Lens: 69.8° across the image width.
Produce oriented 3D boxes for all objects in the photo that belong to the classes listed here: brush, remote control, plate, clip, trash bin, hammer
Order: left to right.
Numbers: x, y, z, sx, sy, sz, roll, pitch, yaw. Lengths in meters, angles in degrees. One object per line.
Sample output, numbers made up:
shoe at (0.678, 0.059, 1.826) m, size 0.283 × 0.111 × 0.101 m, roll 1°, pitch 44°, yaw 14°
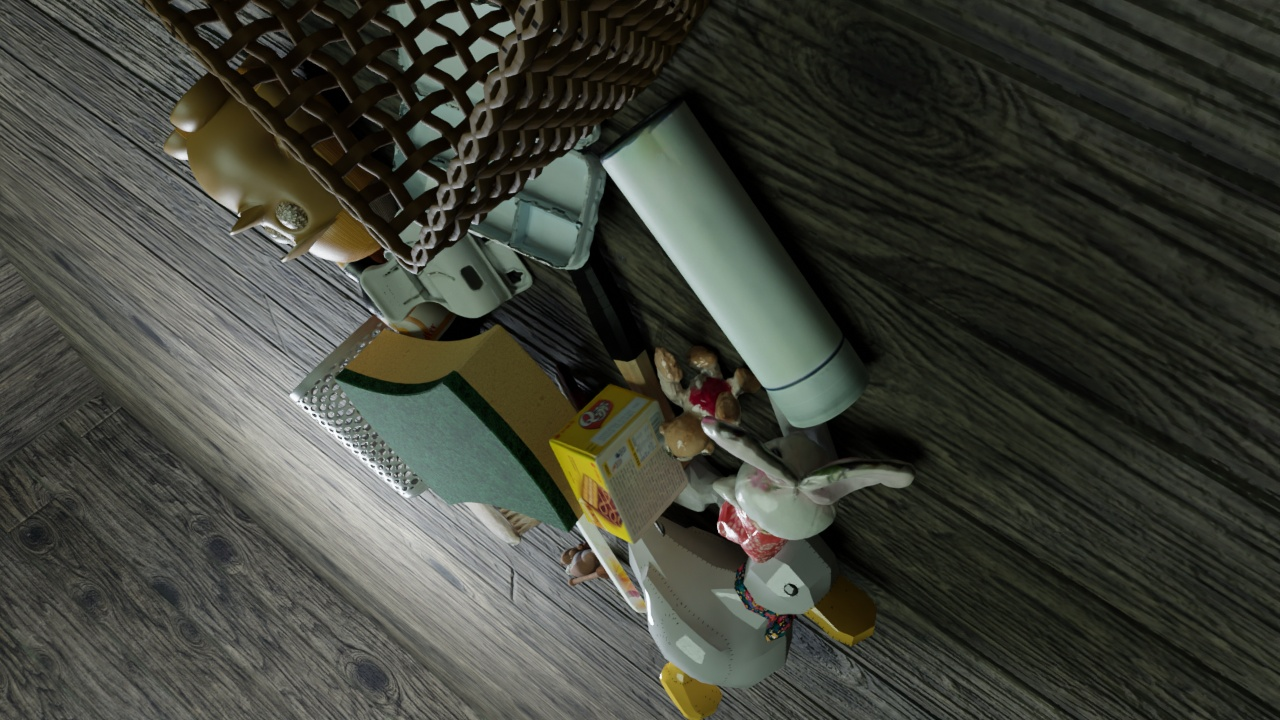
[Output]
trash bin at (-0.287, 0.051, 1.083) m, size 0.183 × 0.156 × 0.157 m, roll 47°, pitch 150°, yaw -11°
clip at (-0.186, -0.093, 0.850) m, size 0.144 × 0.074 × 0.125 m, roll -22°, pitch 111°, yaw 24°
brush at (-0.237, 0.135, 1.219) m, size 0.271 × 0.056 × 0.083 m, roll 51°, pitch 153°, yaw -11°
brush at (-0.167, 0.064, 0.905) m, size 0.251 × 0.075 × 0.195 m, roll 0°, pitch 133°, yaw 48°
plate at (-0.056, 0.193, 1.029) m, size 0.187 × 0.016 × 0.187 m, roll 59°, pitch 172°, yaw -13°
hammer at (-0.005, 0.005, 0.802) m, size 0.131 × 0.039 × 0.328 m, roll 10°, pitch 136°, yaw 45°
remote control at (0.122, 0.035, 0.716) m, size 0.045 × 0.008 × 0.147 m, roll 12°, pitch 138°, yaw 42°

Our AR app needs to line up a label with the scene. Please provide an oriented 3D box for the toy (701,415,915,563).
toy at (0.111, 0.103, 0.723) m, size 0.159 × 0.084 × 0.195 m, roll 13°, pitch 154°, yaw -1°

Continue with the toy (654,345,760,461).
toy at (0.041, 0.039, 0.742) m, size 0.085 × 0.074 × 0.106 m, roll 32°, pitch 130°, yaw 13°

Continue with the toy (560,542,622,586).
toy at (-0.069, 0.264, 1.194) m, size 0.102 × 0.041 × 0.054 m, roll -31°, pitch 64°, yaw 50°

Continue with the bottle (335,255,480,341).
bottle at (-0.254, -0.067, 0.955) m, size 0.181 × 0.059 × 0.059 m, roll 40°, pitch 152°, yaw -16°

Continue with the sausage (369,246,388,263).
sausage at (-0.280, -0.099, 0.995) m, size 0.044 × 0.039 × 0.164 m, roll 22°, pitch 145°, yaw 49°

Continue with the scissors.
scissors at (-0.032, 0.082, 0.888) m, size 0.188 × 0.015 × 0.146 m, roll 42°, pitch 156°, yaw 50°

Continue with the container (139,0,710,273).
container at (-0.082, -0.227, 0.427) m, size 0.219 × 0.213 × 0.252 m, roll 46°, pitch 150°, yaw -4°

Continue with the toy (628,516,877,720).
toy at (0.087, 0.230, 0.884) m, size 0.247 × 0.140 × 0.268 m, roll 33°, pitch 136°, yaw 20°

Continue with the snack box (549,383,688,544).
snack box at (-0.016, 0.090, 0.800) m, size 0.061 × 0.083 × 0.106 m, roll 16°, pitch 139°, yaw 42°

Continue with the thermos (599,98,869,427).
thermos at (0.065, -0.060, 0.608) m, size 0.230 × 0.067 × 0.068 m, roll 53°, pitch 149°, yaw -16°

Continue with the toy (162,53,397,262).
toy at (-0.326, -0.171, 0.860) m, size 0.203 × 0.162 × 0.199 m, roll 41°, pitch 152°, yaw -18°

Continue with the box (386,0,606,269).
box at (-0.114, -0.180, 0.690) m, size 0.210 × 0.061 × 0.193 m, roll 24°, pitch 123°, yaw 29°
